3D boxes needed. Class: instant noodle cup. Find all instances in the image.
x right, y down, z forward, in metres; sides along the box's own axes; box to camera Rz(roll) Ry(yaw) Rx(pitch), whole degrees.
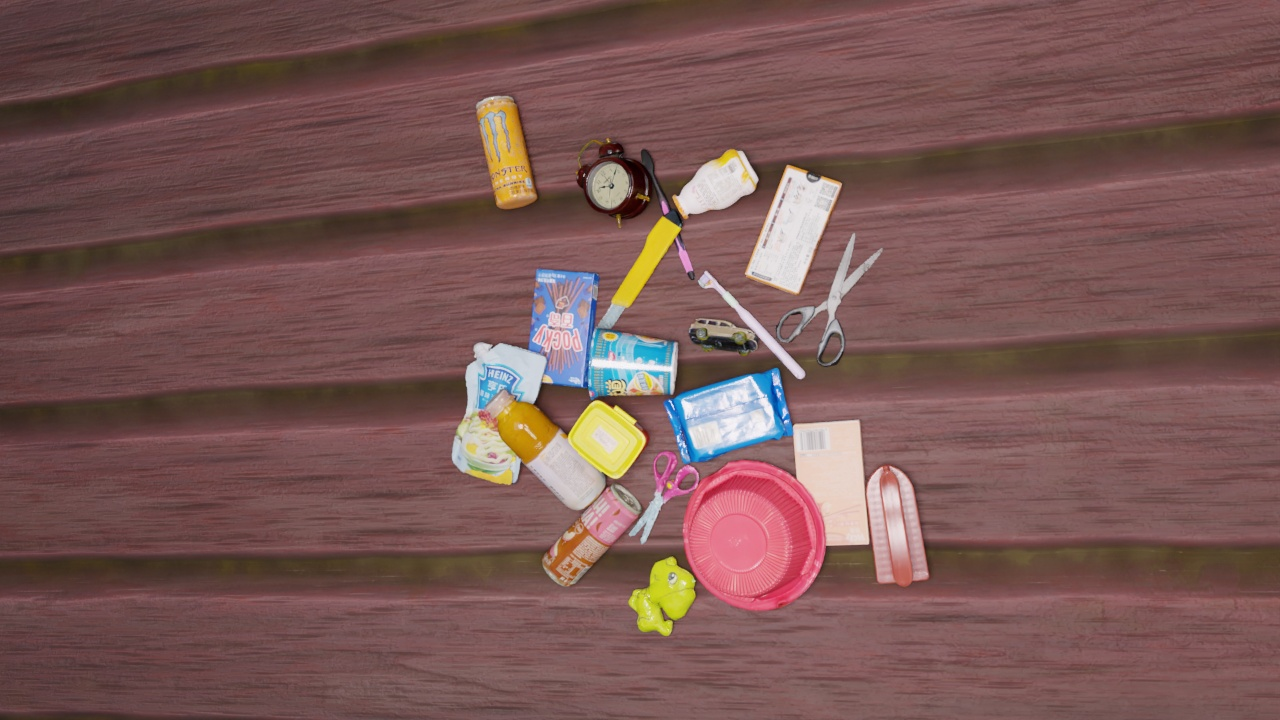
[{"bbox_3d":[0.133,0.226,1.164,0.194,0.065,0.194,0,89,25],"label":"instant noodle cup"},{"bbox_3d":[-0.007,0.007,1.207,0.110,0.099,0.099,4,90,5],"label":"instant noodle cup"}]

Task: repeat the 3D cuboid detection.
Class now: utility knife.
[{"bbox_3d":[-0.002,-0.120,1.239,0.033,0.015,0.193,37,103,12],"label":"utility knife"}]

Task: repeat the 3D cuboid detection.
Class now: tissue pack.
[{"bbox_3d":[0.116,0.072,1.191,0.157,0.052,0.095,-17,87,13],"label":"tissue pack"}]

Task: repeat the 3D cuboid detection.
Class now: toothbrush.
[{"bbox_3d":[0.147,-0.045,1.202,0.021,0.029,0.189,-39,80,-28],"label":"toothbrush"},{"bbox_3d":[0.038,-0.196,1.236,0.014,0.017,0.189,-21,88,13],"label":"toothbrush"}]

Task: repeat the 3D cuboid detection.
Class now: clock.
[{"bbox_3d":[-0.039,-0.241,1.225,0.082,0.055,0.122,-41,77,24],"label":"clock"}]

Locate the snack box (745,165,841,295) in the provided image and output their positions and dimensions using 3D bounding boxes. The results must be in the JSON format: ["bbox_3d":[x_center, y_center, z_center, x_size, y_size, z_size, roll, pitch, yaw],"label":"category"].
[{"bbox_3d":[0.198,-0.168,1.187,0.075,0.026,0.154,22,95,13],"label":"snack box"}]

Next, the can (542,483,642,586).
[{"bbox_3d":[-0.066,0.235,1.231,0.058,0.058,0.147,44,99,10],"label":"can"}]

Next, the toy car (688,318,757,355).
[{"bbox_3d":[0.110,-0.032,1.198,0.090,0.042,0.035,10,69,20],"label":"toy car"}]

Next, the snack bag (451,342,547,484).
[{"bbox_3d":[-0.198,0.070,1.265,0.110,0.038,0.191,18,102,23],"label":"snack bag"}]

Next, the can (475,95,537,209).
[{"bbox_3d":[-0.185,-0.286,1.266,0.058,0.058,0.146,-14,86,13],"label":"can"}]

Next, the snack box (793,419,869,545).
[{"bbox_3d":[0.244,0.156,1.172,0.084,0.026,0.157,-4,89,14],"label":"snack box"}]

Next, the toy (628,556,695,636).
[{"bbox_3d":[0.033,0.315,1.221,0.100,0.031,0.096,-23,84,17],"label":"toy"}]

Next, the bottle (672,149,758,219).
[{"bbox_3d":[0.096,-0.226,1.193,0.108,0.063,0.063,-29,83,12],"label":"bottle"}]

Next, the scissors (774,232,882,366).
[{"bbox_3d":[0.247,-0.073,1.183,0.159,0.014,0.170,-15,84,11],"label":"scissors"}]

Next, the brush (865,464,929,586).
[{"bbox_3d":[0.314,0.201,1.132,0.063,0.069,0.146,-8,87,13],"label":"brush"}]

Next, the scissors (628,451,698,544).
[{"bbox_3d":[0.017,0.183,1.235,0.077,0.017,0.138,43,105,20],"label":"scissors"}]

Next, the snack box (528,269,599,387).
[{"bbox_3d":[-0.107,-0.044,1.260,0.085,0.026,0.157,6,91,15],"label":"snack box"}]

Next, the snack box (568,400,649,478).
[{"bbox_3d":[-0.036,0.101,1.214,0.091,0.080,0.082,37,99,12],"label":"snack box"}]

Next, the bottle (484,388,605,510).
[{"bbox_3d":[-0.128,0.116,1.218,0.068,0.068,0.189,-42,100,10],"label":"bottle"}]
